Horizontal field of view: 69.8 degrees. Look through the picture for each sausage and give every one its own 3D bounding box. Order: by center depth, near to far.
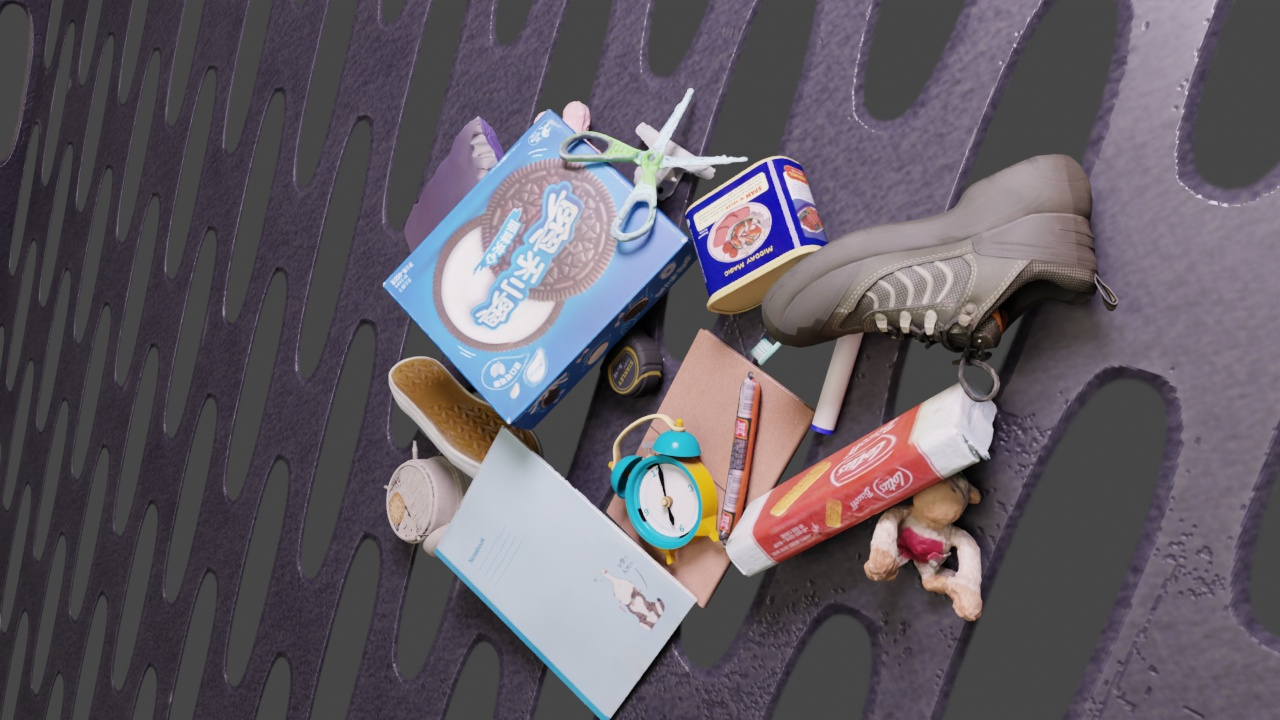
[{"bbox_3d":[0.086,0.086,0.788,0.020,0.020,0.155,10,94,41],"label":"sausage"}]

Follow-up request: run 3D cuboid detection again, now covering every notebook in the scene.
[{"bbox_3d":[0.058,0.096,0.832,0.141,0.008,0.209,39,112,35],"label":"notebook"},{"bbox_3d":[-0.083,0.209,0.896,0.253,0.009,0.181,39,116,18],"label":"notebook"}]

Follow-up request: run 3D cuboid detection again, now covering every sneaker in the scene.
[{"bbox_3d":[0.212,-0.029,0.646,0.238,0.101,0.142,-23,71,24],"label":"sneaker"},{"bbox_3d":[-0.196,0.083,1.012,0.235,0.087,0.079,33,140,33],"label":"sneaker"}]

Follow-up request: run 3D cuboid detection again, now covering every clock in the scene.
[{"bbox_3d":[0.021,0.113,0.829,0.099,0.043,0.129,-35,72,34],"label":"clock"},{"bbox_3d":[-0.241,0.176,1.049,0.104,0.061,0.157,-53,55,25],"label":"clock"}]

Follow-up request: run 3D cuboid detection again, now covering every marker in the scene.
[{"bbox_3d":[0.166,-0.010,0.740,0.020,0.020,0.141,23,102,39],"label":"marker"}]

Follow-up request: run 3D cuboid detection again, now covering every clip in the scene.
[{"bbox_3d":[0.018,-0.184,0.869,0.102,0.045,0.055,42,101,36],"label":"clip"}]

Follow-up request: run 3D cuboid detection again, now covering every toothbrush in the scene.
[{"bbox_3d":[0.138,-0.047,0.766,0.017,0.022,0.135,43,118,7],"label":"toothbrush"}]

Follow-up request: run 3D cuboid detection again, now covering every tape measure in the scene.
[{"bbox_3d":[-0.005,0.005,0.876,0.061,0.034,0.062,57,130,32],"label":"tape measure"}]

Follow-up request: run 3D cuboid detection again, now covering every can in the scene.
[{"bbox_3d":[0.098,-0.106,0.780,0.117,0.056,0.092,-28,68,36],"label":"can"}]

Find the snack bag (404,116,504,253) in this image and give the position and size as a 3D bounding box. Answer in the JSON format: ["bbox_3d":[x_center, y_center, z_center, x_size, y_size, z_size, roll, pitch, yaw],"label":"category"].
[{"bbox_3d":[-0.204,-0.167,1.021,0.206,0.058,0.096,-45,57,44],"label":"snack bag"}]

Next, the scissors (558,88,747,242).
[{"bbox_3d":[0.010,-0.176,0.827,0.171,0.023,0.172,2,64,6],"label":"scissors"}]

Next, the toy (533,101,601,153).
[{"bbox_3d":[-0.082,-0.213,0.947,0.109,0.053,0.105,-8,75,38],"label":"toy"}]

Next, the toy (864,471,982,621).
[{"bbox_3d":[0.216,0.123,0.661,0.085,0.074,0.106,21,79,16],"label":"toy"}]

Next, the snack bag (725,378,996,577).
[{"bbox_3d":[0.160,0.092,0.691,0.041,0.077,0.226,47,127,-4],"label":"snack bag"}]

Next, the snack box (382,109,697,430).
[{"bbox_3d":[-0.096,-0.084,0.865,0.239,0.056,0.195,-46,73,3],"label":"snack box"}]
